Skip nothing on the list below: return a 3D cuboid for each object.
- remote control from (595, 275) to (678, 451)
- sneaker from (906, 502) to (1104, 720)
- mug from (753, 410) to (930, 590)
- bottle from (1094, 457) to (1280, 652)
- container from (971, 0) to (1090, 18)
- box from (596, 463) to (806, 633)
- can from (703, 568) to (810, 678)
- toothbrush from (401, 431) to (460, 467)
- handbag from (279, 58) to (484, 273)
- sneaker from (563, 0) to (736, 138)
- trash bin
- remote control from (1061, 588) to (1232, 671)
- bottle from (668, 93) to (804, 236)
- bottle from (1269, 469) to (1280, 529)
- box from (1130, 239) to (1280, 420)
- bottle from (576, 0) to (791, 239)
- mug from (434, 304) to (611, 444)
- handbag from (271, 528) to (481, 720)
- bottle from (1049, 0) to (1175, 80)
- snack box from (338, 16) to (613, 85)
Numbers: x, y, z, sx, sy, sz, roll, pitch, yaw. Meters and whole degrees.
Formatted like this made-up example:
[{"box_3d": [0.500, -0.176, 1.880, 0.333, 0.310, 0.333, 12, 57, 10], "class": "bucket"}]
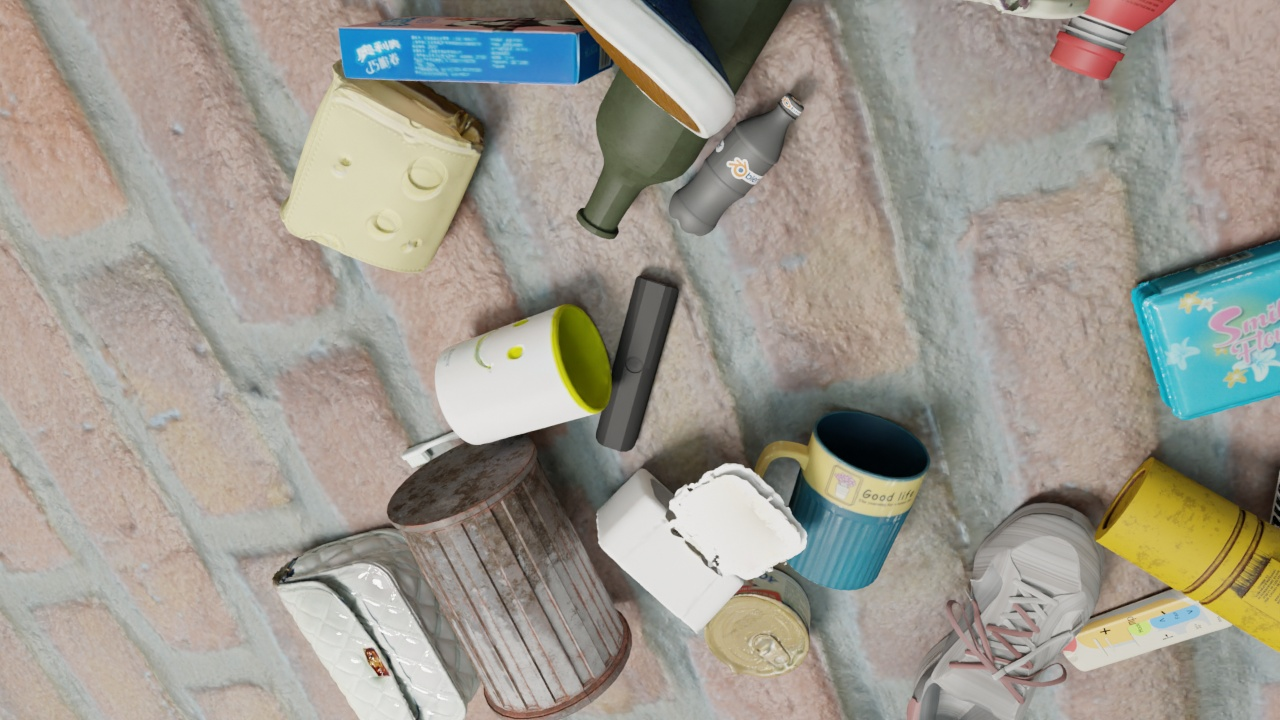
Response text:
[{"box_3d": [-0.004, 0.004, 0.697, 0.033, 0.015, 0.147, 18, 118, 5], "class": "remote control"}, {"box_3d": [0.268, 0.217, 0.684, 0.099, 0.089, 0.237, 23, 118, 12], "class": "sneaker"}, {"box_3d": [0.137, 0.098, 0.668, 0.113, 0.083, 0.107, 12, 121, -1], "class": "mug"}, {"box_3d": [0.396, 0.138, 0.602, 0.164, 0.070, 0.071, 33, 120, 20], "class": "bottle"}, {"box_3d": [0.143, -0.292, 0.432, 0.143, 0.184, 0.252, 9, 122, 31], "class": "container"}, {"box_3d": [0.036, 0.134, 0.671, 0.111, 0.189, 0.101, 42, 73, -9], "class": "box"}, {"box_3d": [0.097, 0.215, 0.756, 0.086, 0.043, 0.086, 6, 116, 11], "class": "can"}, {"box_3d": [-0.120, 0.053, 0.751, 0.187, 0.012, 0.017, -21, 121, 22], "class": "toothbrush"}, {"box_3d": [-0.177, -0.134, 0.639, 0.111, 0.081, 0.119, 25, 116, -13], "class": "handbag"}, {"box_3d": [-0.012, -0.258, 0.491, 0.127, 0.120, 0.294, -34, 76, 11], "class": "sneaker"}, {"box_3d": [-0.098, 0.178, 0.733, 0.131, 0.130, 0.211, -15, 112, 19], "class": "trash bin"}, {"box_3d": [0.380, 0.202, 0.695, 0.126, 0.018, 0.038, -32, 104, 26], "class": "remote control"}, {"box_3d": [0.064, -0.129, 0.605, 0.036, 0.036, 0.110, 41, 117, -7], "class": "bottle"}, {"box_3d": [0.451, 0.109, 0.621, 0.041, 0.041, 0.116, -1, 114, 14], "class": "bottle"}, {"box_3d": [0.433, -0.039, 0.559, 0.227, 0.039, 0.094, -20, 107, 20], "class": "box"}, {"box_3d": [0.019, -0.169, 0.579, 0.071, 0.071, 0.207, 32, 118, -2], "class": "bottle"}, {"box_3d": [-0.086, 0.012, 0.684, 0.106, 0.082, 0.082, -17, 110, 21], "class": "mug"}, {"box_3d": [-0.239, 0.256, 0.841, 0.139, 0.072, 0.195, -18, 109, 21], "class": "handbag"}, {"box_3d": [0.277, -0.240, 0.487, 0.062, 0.062, 0.177, 21, 118, 3], "class": "bottle"}, {"box_3d": [-0.102, -0.199, 0.584, 0.154, 0.087, 0.033, 5, 115, 12], "class": "snack box"}]
